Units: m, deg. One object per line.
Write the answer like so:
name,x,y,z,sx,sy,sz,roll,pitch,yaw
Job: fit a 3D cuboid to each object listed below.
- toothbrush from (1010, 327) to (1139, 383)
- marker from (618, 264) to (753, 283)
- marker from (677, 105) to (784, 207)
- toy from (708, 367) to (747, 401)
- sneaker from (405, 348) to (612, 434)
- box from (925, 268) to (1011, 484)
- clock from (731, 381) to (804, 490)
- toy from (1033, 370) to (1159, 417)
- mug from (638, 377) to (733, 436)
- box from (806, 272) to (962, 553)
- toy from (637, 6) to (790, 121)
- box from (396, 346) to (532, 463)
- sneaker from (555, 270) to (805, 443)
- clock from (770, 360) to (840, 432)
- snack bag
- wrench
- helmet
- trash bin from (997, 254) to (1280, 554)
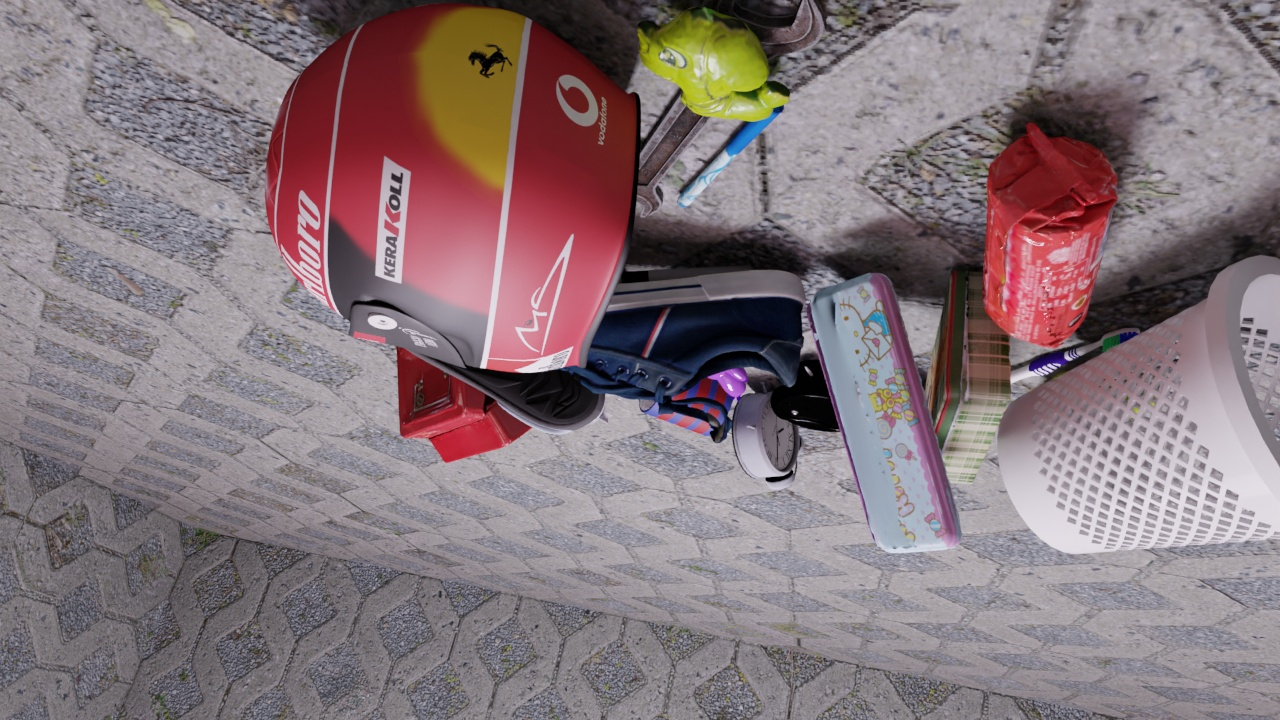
toothbrush,0.355,0.005,0.808,0.015,0.016,0.187,22,155,-20
marker,0.025,-0.070,0.777,0.140,0.016,0.016,-3,156,-2
marker,0.060,-0.142,0.649,0.013,0.013,0.142,21,155,-16
toy,0.067,-0.014,0.874,0.106,0.056,0.088,40,180,41
sneaker,-0.146,-0.007,0.957,0.257,0.093,0.160,30,175,8
box,0.269,0.021,0.770,0.050,0.117,0.206,3,156,12
clock,0.144,0.088,1.003,0.035,0.094,0.122,-10,130,36
toy,0.396,0.033,0.814,0.092,0.043,0.118,6,165,-9
mug,0.044,0.030,0.979,0.076,0.075,0.112,21,-179,-17
box,0.203,0.037,0.715,0.089,0.214,0.093,-12,175,-31
toy,0.043,-0.171,0.541,0.094,0.036,0.094,12,163,3
box,-0.180,0.042,1.073,0.165,0.151,0.158,11,162,-39
sneaker,-0.005,0.005,0.784,0.295,0.127,0.120,-4,167,13
clock,0.184,0.041,0.946,0.091,0.042,0.121,13,156,1
snack bag,0.264,-0.073,0.605,0.082,0.082,0.176,4,154,21
wrench,0.031,-0.164,0.619,0.070,0.010,0.274,21,155,-15
helmet,-0.124,-0.103,0.602,0.224,0.197,0.272,8,153,-11
trash bin,0.384,0.056,0.661,0.195,0.195,0.200,24,150,-21
